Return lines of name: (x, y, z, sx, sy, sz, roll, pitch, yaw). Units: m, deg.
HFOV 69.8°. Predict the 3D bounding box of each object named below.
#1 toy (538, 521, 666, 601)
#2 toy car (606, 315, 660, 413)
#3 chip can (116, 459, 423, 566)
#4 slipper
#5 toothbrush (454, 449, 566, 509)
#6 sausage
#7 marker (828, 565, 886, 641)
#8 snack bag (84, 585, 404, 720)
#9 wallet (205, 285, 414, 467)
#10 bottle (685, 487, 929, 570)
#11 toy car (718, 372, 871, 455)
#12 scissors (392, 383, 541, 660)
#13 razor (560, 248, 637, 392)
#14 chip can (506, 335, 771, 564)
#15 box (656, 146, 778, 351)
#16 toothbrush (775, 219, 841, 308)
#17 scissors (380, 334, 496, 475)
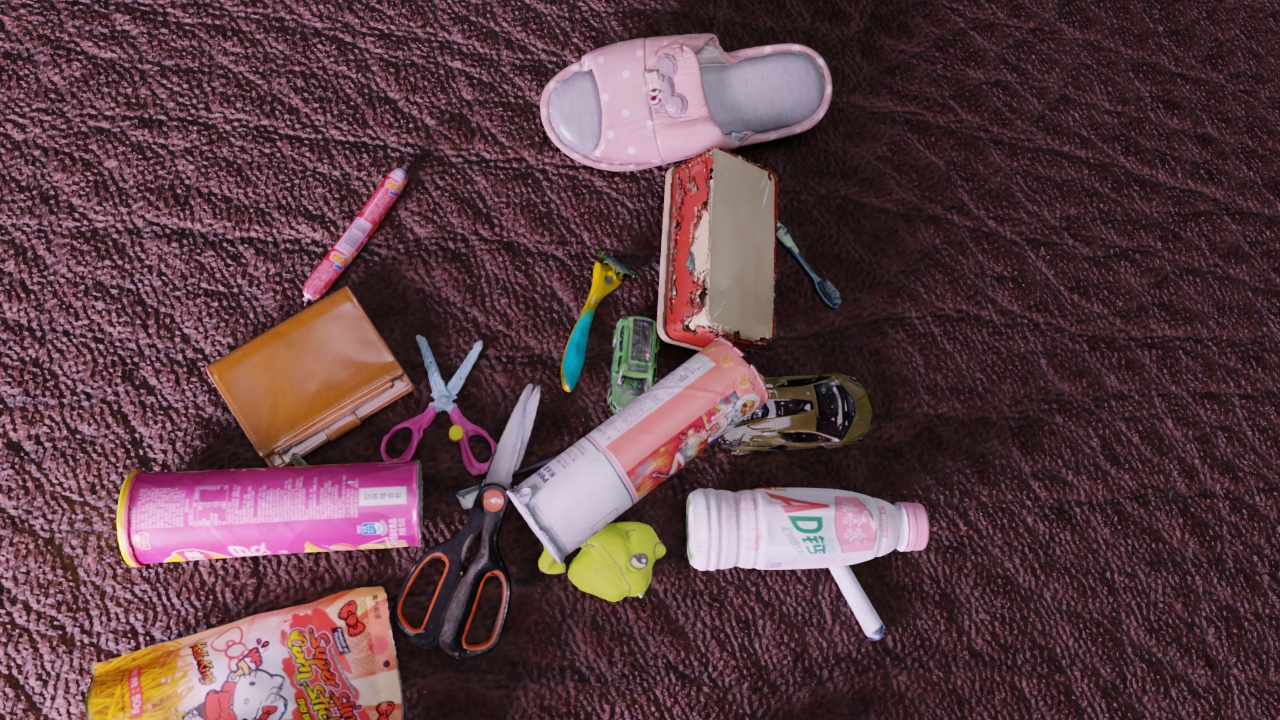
toy: (-0.034, 0.159, 0.760, 0.096, 0.031, 0.100, -32, 81, -12)
toy car: (-0.005, 0.005, 0.801, 0.043, 0.036, 0.091, 6, 79, -11)
chip can: (-0.275, 0.115, 0.703, 0.210, 0.071, 0.071, -1, 77, -12)
slipper: (0.046, -0.238, 0.837, 0.274, 0.054, 0.114, -7, 97, -7)
toothbrush: (-0.069, 0.085, 0.779, 0.181, 0.016, 0.018, -21, 88, -14)
sausage: (-0.243, -0.110, 0.790, 0.020, 0.020, 0.155, 32, 73, -2)
marker: (0.177, 0.183, 0.800, 0.023, 0.018, 0.130, -33, 82, 21)
snack bag: (-0.285, 0.251, 0.680, 0.207, 0.073, 0.128, -9, 78, -20)
wallet: (-0.265, 0.019, 0.746, 0.130, 0.035, 0.119, -33, 85, -15)
bottle: (0.138, 0.141, 0.766, 0.197, 0.068, 0.068, 1, 76, -4)
toy car: (0.135, 0.045, 0.816, 0.158, 0.042, 0.070, -3, 78, -14)
scissors: (-0.138, 0.121, 0.741, 0.136, 0.022, 0.235, 0, 83, -8)
razor: (-0.045, -0.032, 0.804, 0.043, 0.028, 0.132, 33, 67, -35)
chip can: (0.000, 0.068, 0.735, 0.214, 0.071, 0.071, -36, 86, -13)
box: (0.073, -0.096, 0.802, 0.091, 0.080, 0.168, 13, 72, -34)
toothbrush: (0.130, -0.127, 0.866, 0.016, 0.018, 0.191, -35, 85, -16)
scissors: (-0.172, 0.041, 0.771, 0.125, 0.017, 0.133, -22, 77, -12)
